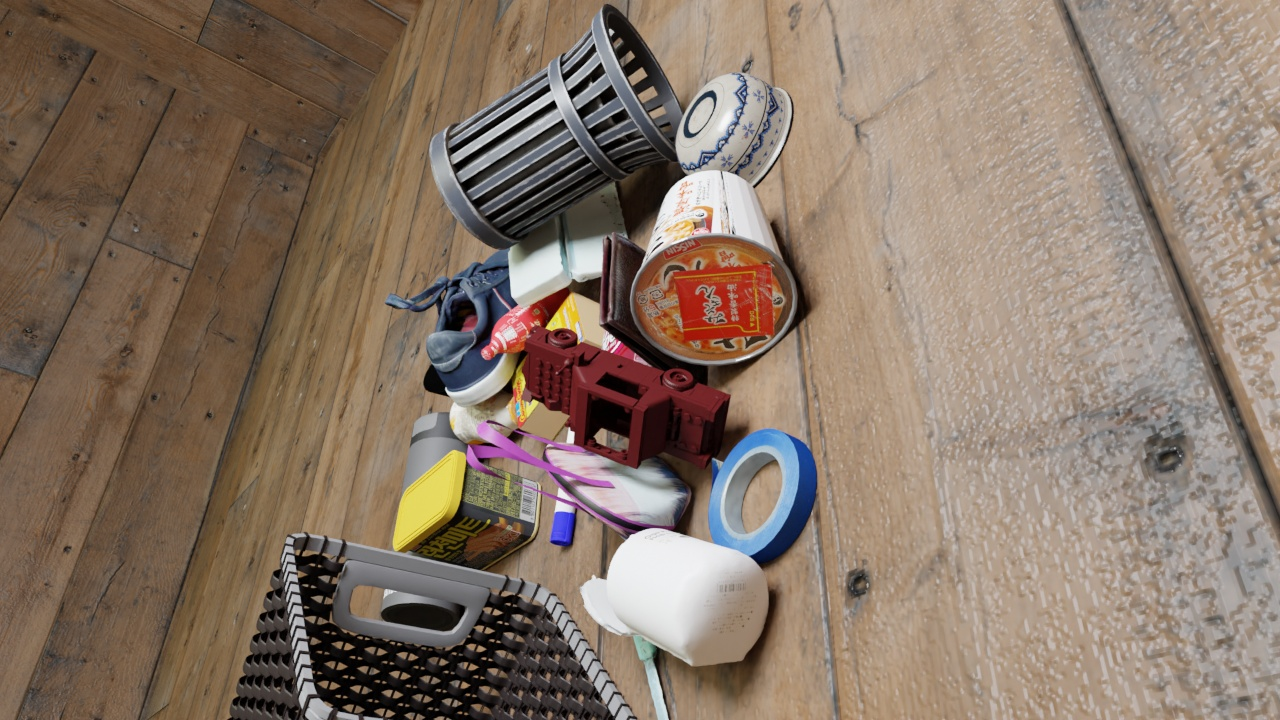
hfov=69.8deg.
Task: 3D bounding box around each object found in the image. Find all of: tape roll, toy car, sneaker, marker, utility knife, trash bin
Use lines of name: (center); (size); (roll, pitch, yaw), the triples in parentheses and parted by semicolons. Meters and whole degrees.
tape roll: (0.084, 0.094, 0.641); (0.093, 0.016, 0.091); (-35, 42, 44)
toy car: (-0.022, 0.033, 0.706); (0.061, 0.170, 0.070); (-47, -30, -50)
sneaker: (-0.198, -0.077, 1.071); (0.121, 0.127, 0.293); (-22, 29, 17)
marker: (-0.066, 0.107, 0.881); (0.020, 0.020, 0.141); (-28, 47, 49)
utility knife: (0.003, 0.210, 0.698); (0.022, 0.015, 0.168); (-50, 36, 25)
trash bin: (-0.086, -0.223, 0.932); (0.228, 0.164, 0.164); (-26, 44, 21)

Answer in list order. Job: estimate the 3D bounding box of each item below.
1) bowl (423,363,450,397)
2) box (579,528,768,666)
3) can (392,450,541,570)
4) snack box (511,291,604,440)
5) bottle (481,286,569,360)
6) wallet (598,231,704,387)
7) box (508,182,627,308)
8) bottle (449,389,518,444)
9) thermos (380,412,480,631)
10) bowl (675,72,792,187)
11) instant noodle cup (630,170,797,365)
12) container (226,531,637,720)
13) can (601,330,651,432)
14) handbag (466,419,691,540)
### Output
bowl: (-0.197, 0.014, 1.116); (0.124, 0.052, 0.123); (-25, 30, 15)
box: (0.015, 0.164, 0.642); (0.161, 0.081, 0.092); (5, 94, 59)
can: (-0.177, 0.159, 0.942); (0.131, 0.101, 0.072); (-37, 40, 42)
snack box: (-0.082, 0.006, 0.959); (0.126, 0.040, 0.088); (-52, 32, 24)
bottle: (-0.125, -0.040, 0.997); (0.042, 0.042, 0.141); (-34, 7, 44)
wallet: (0.010, -0.038, 0.757); (0.031, 0.120, 0.099); (-27, 46, 31)
box: (-0.086, -0.148, 1.011); (0.136, 0.043, 0.196); (-18, 46, 6)
bottle: (-0.166, 0.061, 1.038); (0.109, 0.063, 0.063); (-12, 58, 42)
thermos: (-0.234, 0.177, 1.044); (0.082, 0.082, 0.239); (-39, 39, 40)
bowl: (0.076, -0.209, 0.834); (0.116, 0.059, 0.115); (-39, 39, 40)
instant noodle cup: (0.057, -0.082, 0.726); (0.124, 0.123, 0.121); (-44, 26, 34)
container: (-0.183, 0.314, 0.696); (0.246, 0.247, 0.244); (35, 103, 61)
can: (-0.005, 0.005, 0.807); (0.063, 0.063, 0.114); (-27, 47, 49)
handbag: (-0.055, 0.090, 0.717); (0.068, 0.170, 0.144); (-63, 29, 6)
